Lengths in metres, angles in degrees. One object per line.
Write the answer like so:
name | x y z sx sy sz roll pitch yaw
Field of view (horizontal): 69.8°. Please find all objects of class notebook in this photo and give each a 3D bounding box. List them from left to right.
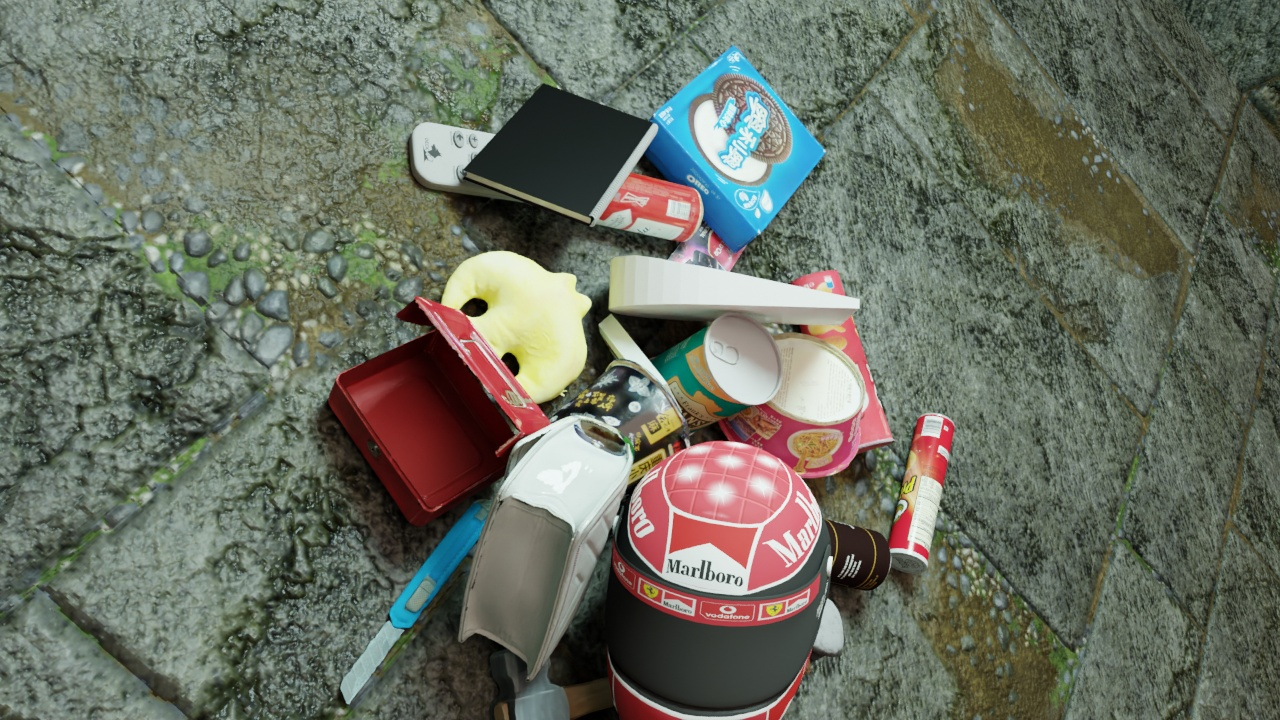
notebook | -0.082 -0.233 1.016 0.149 0.016 0.206 21 46 6

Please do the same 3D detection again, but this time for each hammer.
hammer | 0.007 0.315 0.902 0.322 0.051 0.117 -1 69 -36
hammer | 0.157 0.183 1.018 0.052 0.098 0.327 21 47 -26

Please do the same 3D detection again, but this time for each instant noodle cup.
instant noodle cup | -0.032 0.085 0.920 0.112 0.138 0.137 -33 91 -28
instant noodle cup | 0.180 0.041 1.054 0.178 0.078 0.178 7 46 -8

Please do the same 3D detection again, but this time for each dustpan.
dustpan | 0.095 -0.076 0.995 0.258 0.191 0.053 2 87 7

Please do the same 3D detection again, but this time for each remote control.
remote control | -0.177 -0.217 1.006 0.150 0.019 0.074 3 70 -32
remote control | -0.006 0.006 0.972 0.024 0.143 0.049 -33 133 -5

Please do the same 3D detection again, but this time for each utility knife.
utility knife | -0.196 0.209 0.830 0.031 0.015 0.224 40 56 -8

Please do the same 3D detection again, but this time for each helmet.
helmet | 0.068 0.191 0.818 0.198 0.225 0.270 9 28 12

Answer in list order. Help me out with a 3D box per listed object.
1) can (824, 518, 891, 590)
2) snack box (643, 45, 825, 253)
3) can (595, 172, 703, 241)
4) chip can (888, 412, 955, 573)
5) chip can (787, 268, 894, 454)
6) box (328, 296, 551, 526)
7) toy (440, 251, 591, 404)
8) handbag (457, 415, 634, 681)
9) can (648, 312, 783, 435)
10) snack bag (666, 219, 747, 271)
can | 0.223 0.222 1.061 0.128 0.072 0.071 17 63 -27
snack box | 0.121 -0.278 1.193 0.195 0.056 0.238 46 49 -8
can | -0.009 -0.185 1.073 0.170 0.067 0.067 8 68 -31
chip can | 0.364 0.168 1.188 0.052 0.052 0.214 35 56 -17
chip can | 0.252 0.002 1.168 0.073 0.073 0.233 -6 74 -35
box | -0.185 0.051 0.838 0.157 0.156 0.147 51 10 10
toy | -0.119 -0.038 0.946 0.154 0.065 0.170 -33 91 -31
handbag | -0.082 0.157 0.796 0.096 0.199 0.141 24 30 10
can | 0.070 0.020 0.995 0.099 0.144 0.099 13 65 -29
snack bag | 0.078 -0.127 1.140 0.074 0.018 0.154 42 53 -11
